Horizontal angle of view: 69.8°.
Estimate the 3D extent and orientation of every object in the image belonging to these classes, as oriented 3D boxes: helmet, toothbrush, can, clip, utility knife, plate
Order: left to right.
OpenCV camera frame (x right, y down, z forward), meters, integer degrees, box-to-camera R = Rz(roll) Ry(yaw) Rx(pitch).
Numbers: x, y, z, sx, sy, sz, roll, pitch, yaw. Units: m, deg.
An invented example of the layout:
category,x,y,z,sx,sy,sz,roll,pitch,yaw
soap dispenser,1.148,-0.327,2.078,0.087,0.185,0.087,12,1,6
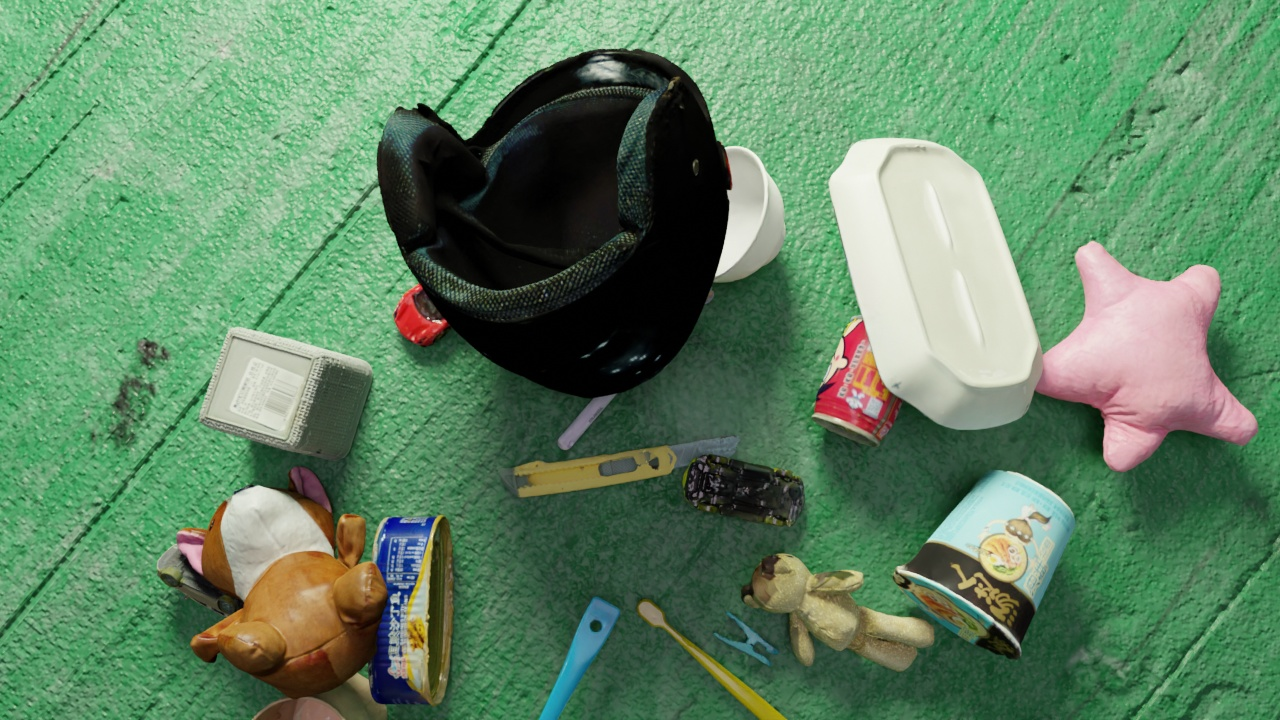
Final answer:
category,x,y,z,sx,sy,sz,roll,pitch,yaw
can,-0.182,0.199,0.734,0.049,0.074,0.148,0,83,3
helmet,-0.048,-0.109,0.695,0.234,0.230,0.273,3,50,21
utility knife,-0.017,0.089,0.780,0.207,0.021,0.031,-9,90,-6
toothbrush,-0.005,0.005,0.785,0.189,0.029,0.021,-48,46,-4
toothbrush,0.070,0.262,0.759,0.190,0.016,0.015,41,83,2
clip,0.089,0.232,0.763,0.056,0.014,0.040,31,85,2
can,0.188,0.018,0.761,0.066,0.066,0.093,24,84,2
plate,0.248,-0.075,0.746,0.161,0.034,0.265,-2,70,-20

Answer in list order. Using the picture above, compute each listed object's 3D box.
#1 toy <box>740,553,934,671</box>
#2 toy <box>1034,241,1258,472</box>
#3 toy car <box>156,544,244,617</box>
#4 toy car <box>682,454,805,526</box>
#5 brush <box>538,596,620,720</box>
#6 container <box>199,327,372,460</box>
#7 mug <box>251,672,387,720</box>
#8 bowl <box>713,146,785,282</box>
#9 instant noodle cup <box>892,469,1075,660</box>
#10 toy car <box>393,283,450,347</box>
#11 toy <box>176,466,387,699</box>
category,x,y,z,sx,sy,sz,roll,pitch,yaw
toy,0.162,0.204,0.748,0.157,0.066,0.105,24,126,-2
toy,0.406,-0.008,0.765,0.178,0.074,0.194,-10,80,2
toy car,-0.349,0.181,0.748,0.090,0.042,0.035,28,123,-1
toy car,0.086,0.109,0.768,0.105,0.032,0.048,13,83,-11
brush,-0.083,0.308,0.731,0.083,0.046,0.254,26,90,6
container,-0.281,0.026,0.731,0.090,0.114,0.090,15,83,1
mug,-0.230,0.299,0.706,0.124,0.103,0.084,30,84,3
bowl,0.082,-0.112,0.769,0.064,0.118,0.118,16,82,-38
instant noodle cup,0.281,0.155,0.733,0.111,0.111,0.120,37,77,3
toy car,-0.165,-0.058,0.785,0.106,0.031,0.049,-43,85,-3
toy,-0.274,0.155,0.691,0.140,0.199,0.131,-22,124,-24
